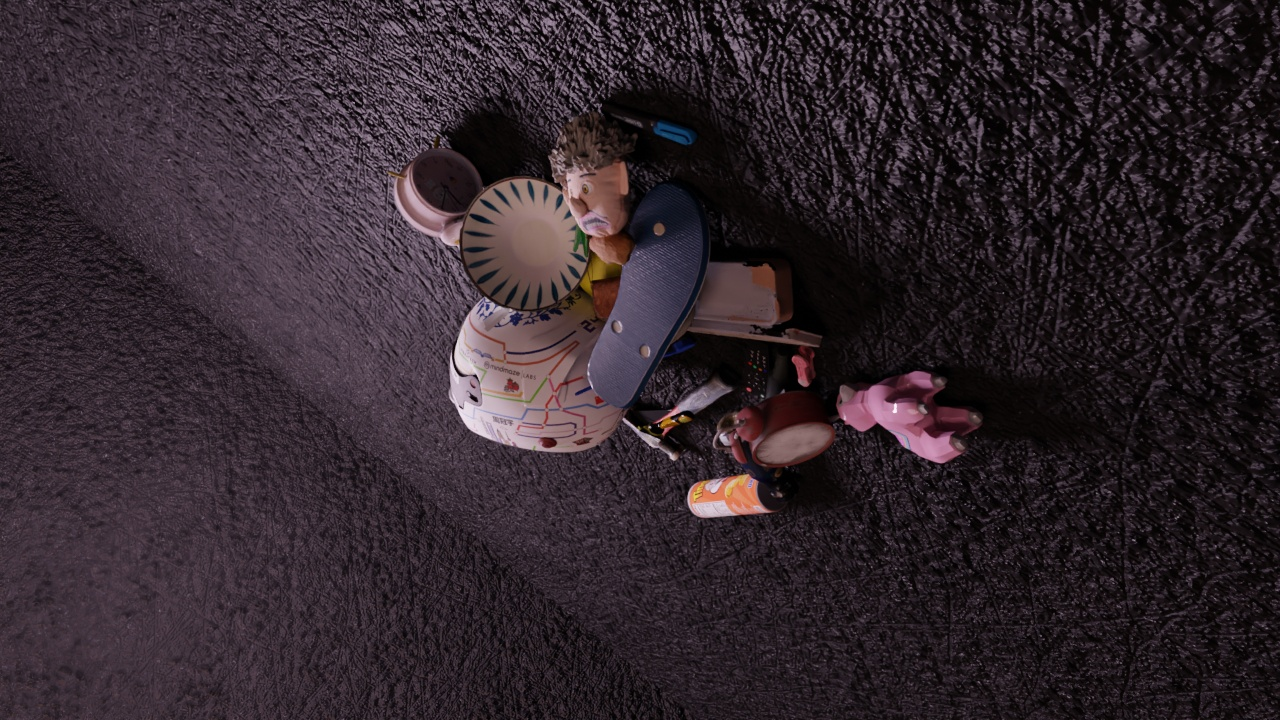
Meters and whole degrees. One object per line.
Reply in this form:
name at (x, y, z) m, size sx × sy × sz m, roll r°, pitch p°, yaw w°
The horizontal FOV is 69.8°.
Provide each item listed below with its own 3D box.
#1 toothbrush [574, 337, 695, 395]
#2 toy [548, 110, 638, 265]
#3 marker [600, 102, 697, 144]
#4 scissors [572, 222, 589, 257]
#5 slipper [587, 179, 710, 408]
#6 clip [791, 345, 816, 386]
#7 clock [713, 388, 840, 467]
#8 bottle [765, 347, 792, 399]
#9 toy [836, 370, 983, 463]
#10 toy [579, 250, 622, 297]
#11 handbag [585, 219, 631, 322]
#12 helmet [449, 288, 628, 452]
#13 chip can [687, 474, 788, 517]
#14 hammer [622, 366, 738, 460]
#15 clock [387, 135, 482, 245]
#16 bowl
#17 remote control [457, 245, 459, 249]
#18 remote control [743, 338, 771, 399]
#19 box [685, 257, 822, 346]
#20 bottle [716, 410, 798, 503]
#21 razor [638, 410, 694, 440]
toothbrush at (-0.007, 0.007, 1.231) m, size 0.011 × 0.186 × 0.017 m, roll 61°, pitch 158°, yaw 14°
toy at (-0.052, -0.190, 1.041) m, size 0.133 × 0.076 × 0.176 m, roll 5°, pitch 115°, yaw 56°
marker at (0.006, -0.253, 0.979) m, size 0.123 × 0.015 × 0.018 m, roll 26°, pitch 155°, yaw 28°
scissors at (-0.079, -0.188, 1.148) m, size 0.078 × 0.013 × 0.132 m, roll 35°, pitch 133°, yaw 16°
slipper at (0.018, -0.071, 1.096) m, size 0.118 × 0.060 × 0.296 m, roll 40°, pitch 122°, yaw 28°
clip at (0.200, 0.012, 1.127) m, size 0.023 × 0.039 × 0.059 m, roll 16°, pitch 150°, yaw 33°
clock at (0.168, 0.086, 1.175) m, size 0.110 × 0.156 × 0.061 m, roll 103°, pitch 157°, yaw -54°
bottle at (0.179, 0.025, 1.178) m, size 0.033 × 0.033 × 0.123 m, roll 28°, pitch 151°, yaw 21°
toy at (0.300, 0.063, 1.049) m, size 0.123 × 0.067 × 0.158 m, roll 43°, pitch 158°, yaw -11°
toy at (-0.049, -0.114, 1.242) m, size 0.094 × 0.041 × 0.095 m, roll 15°, pitch 144°, yaw 29°
handbag at (-0.027, -0.124, 1.160) m, size 0.093 × 0.043 × 0.196 m, roll -9°, pitch 134°, yaw 5°
helmet at (-0.152, -0.005, 1.331) m, size 0.315 × 0.230 × 0.236 m, roll 14°, pitch 126°, yaw 35°
chip can at (0.155, 0.218, 1.481) m, size 0.062 × 0.062 × 0.211 m, roll 45°, pitch 153°, yaw -12°
hammer at (0.060, 0.068, 1.399) m, size 0.140 × 0.036 × 0.327 m, roll 39°, pitch 153°, yaw -4°
clock at (-0.260, -0.220, 1.259) m, size 0.158 × 0.116 × 0.059 m, roll 46°, pitch 145°, yaw -8°
bowl at (-0.147, -0.157, 1.229) m, size 0.177 × 0.177 × 0.070 m, roll 39°, pitch -166°, yaw -1°
remote control at (-0.222, -0.162, 1.409) m, size 0.141 × 0.021 × 0.045 m, roll 14°, pitch 146°, yaw 32°
remote control at (0.156, 0.009, 1.207) m, size 0.039 × 0.010 × 0.125 m, roll 27°, pitch 152°, yaw 22°
box at (0.110, -0.072, 1.111) m, size 0.217 × 0.094 × 0.121 m, roll 9°, pitch 113°, yaw 46°
bottle at (0.174, 0.143, 1.344) m, size 0.161 × 0.056 × 0.056 m, roll 51°, pitch 152°, yaw -22°
razor at (0.044, 0.097, 1.401) m, size 0.044 × 0.021 × 0.144 m, roll 24°, pitch 158°, yaw -18°
